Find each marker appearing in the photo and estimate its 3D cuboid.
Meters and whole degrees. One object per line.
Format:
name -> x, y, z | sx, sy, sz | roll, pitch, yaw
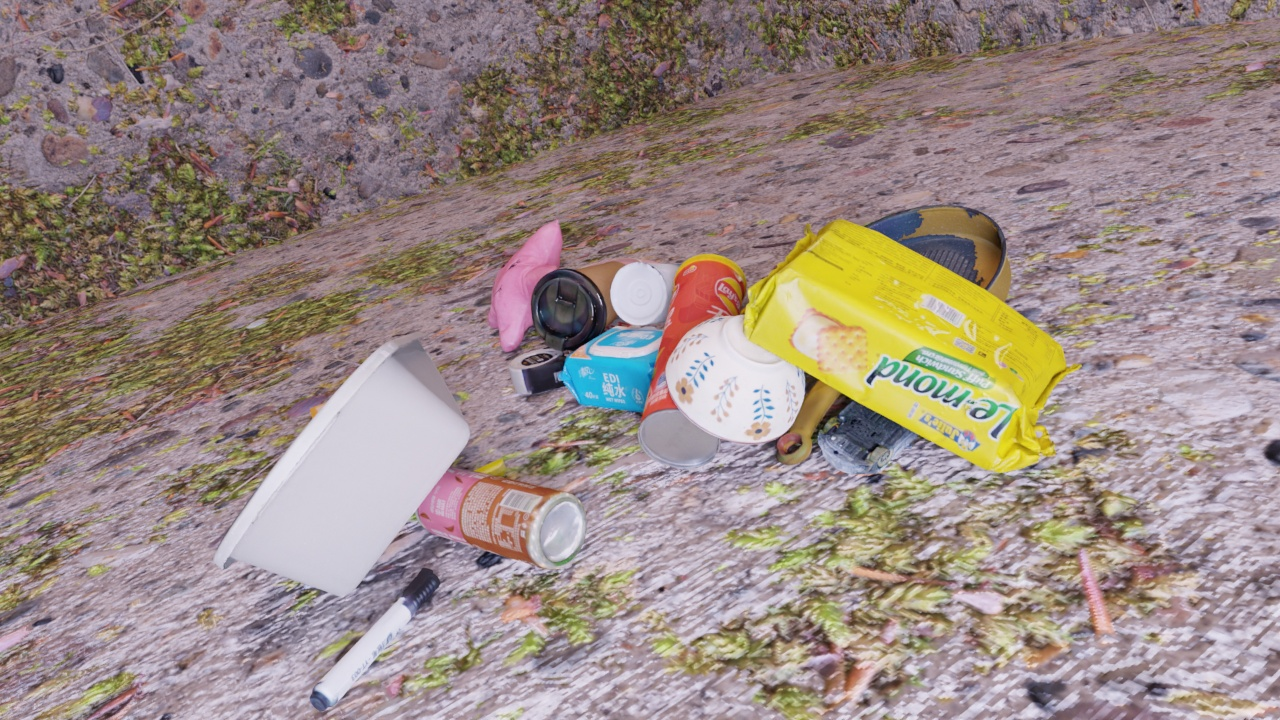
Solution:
marker -> -0.177, 0.120, 0.817 | 0.124, 0.015, 0.018 | -24, 22, -16
marker -> -0.180, 0.188, 0.631 | 0.018, 0.023, 0.130 | 1, 24, 23

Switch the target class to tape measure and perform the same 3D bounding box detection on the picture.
tape measure -> -0.112, 0.012, 1.021 | 0.066, 0.033, 0.065 | -16, 19, -9

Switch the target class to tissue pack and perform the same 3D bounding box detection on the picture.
tissue pack -> -0.005, 0.005, 0.921 | 0.140, 0.063, 0.089 | 6, 29, 42

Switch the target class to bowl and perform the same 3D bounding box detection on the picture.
bowl -> 0.082, 0.003, 0.727 | 0.113, 0.062, 0.113 | 10, 44, -10

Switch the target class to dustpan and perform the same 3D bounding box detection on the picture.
dustpan -> -0.253, 0.064, 0.729 | 0.222, 0.142, 0.258 | -53, 37, -4

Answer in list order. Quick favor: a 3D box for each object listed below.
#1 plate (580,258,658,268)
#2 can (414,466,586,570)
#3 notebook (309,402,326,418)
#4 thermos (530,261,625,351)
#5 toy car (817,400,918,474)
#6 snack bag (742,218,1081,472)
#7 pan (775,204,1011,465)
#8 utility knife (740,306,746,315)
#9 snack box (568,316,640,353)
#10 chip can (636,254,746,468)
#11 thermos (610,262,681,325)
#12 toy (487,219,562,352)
plate -> -0.051, -0.103, 1.266 | 0.192, 0.039, 0.192 | -13, 21, 5
can -> -0.110, 0.119, 0.708 | 0.147, 0.058, 0.057 | 5, 28, 42
notebook -> -0.300, 0.058, 1.052 | 0.145, 0.010, 0.206 | -22, 19, -17
thermos -> -0.059, -0.069, 1.049 | 0.093, 0.093, 0.143 | -4, 15, 26
toy car -> 0.189, 0.047, 0.712 | 0.120, 0.037, 0.054 | -35, 51, -28
snack bag -> 0.207, -0.022, 0.699 | 0.246, 0.068, 0.157 | 31, 38, 15
pan -> 0.209, -0.027, 0.832 | 0.198, 0.078, 0.356 | -1, 46, 42
utility knife -> 0.143, -0.071, 0.971 | 0.174, 0.015, 0.033 | -39, 19, 56
snack box -> -0.045, -0.027, 1.085 | 0.084, 0.027, 0.156 | -18, 20, -8
chip can -> 0.049, -0.004, 0.819 | 0.073, 0.073, 0.216 | -7, 41, 20
thermos -> 0.047, -0.074, 1.008 | 0.070, 0.070, 0.220 | -3, 3, 28
toy -> -0.150, -0.108, 1.218 | 0.179, 0.074, 0.194 | -60, 22, 8
